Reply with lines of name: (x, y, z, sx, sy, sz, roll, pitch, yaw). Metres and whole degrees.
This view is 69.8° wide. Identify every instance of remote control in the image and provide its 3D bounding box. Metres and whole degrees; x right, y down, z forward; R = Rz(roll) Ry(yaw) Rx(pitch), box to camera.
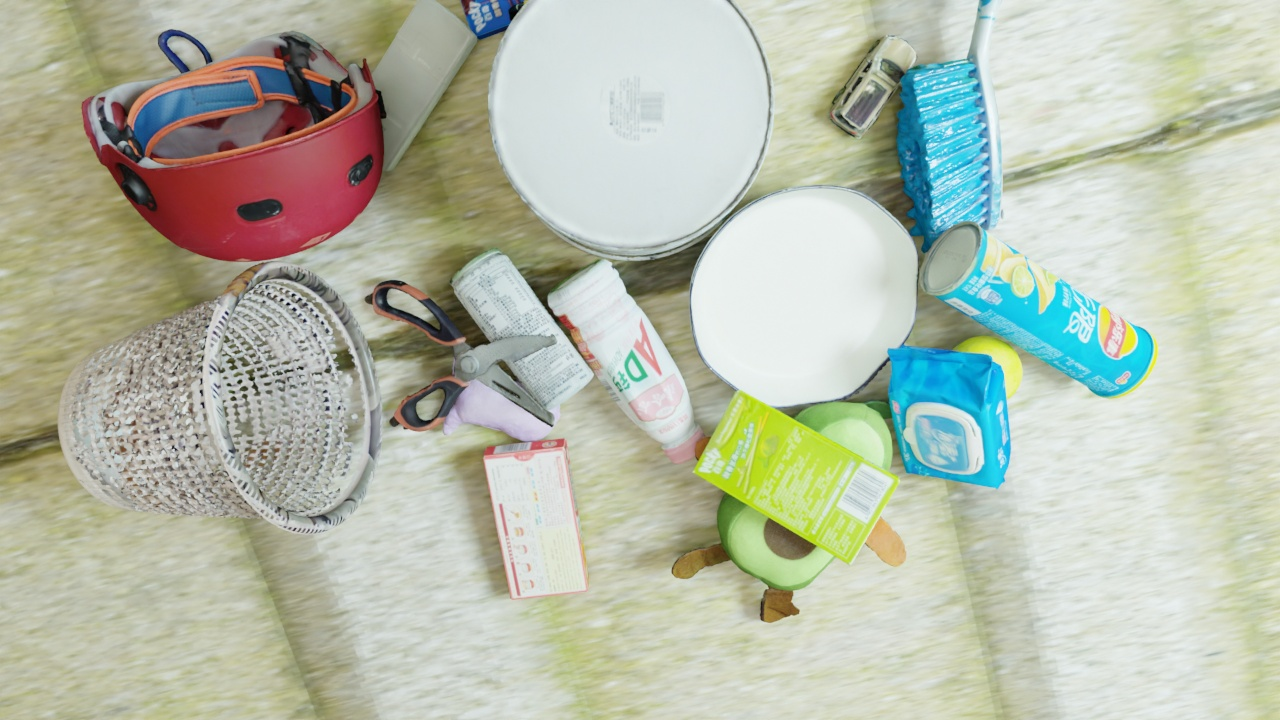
remote control: (-0.203, -0.237, 0.797, 0.058, 0.021, 0.150, 40, 109, 0)

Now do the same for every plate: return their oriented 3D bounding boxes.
plate: (0.141, -0.057, 0.808, 0.205, 0.045, 0.205, -3, 115, -7)

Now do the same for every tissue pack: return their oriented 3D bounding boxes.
tissue pack: (0.270, 0.051, 0.806, 0.095, 0.052, 0.157, 8, 137, 34)

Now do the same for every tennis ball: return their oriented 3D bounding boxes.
tennis ball: (0.310, 0.010, 0.830, 0.065, 0.065, 0.065, 0, 101, 0)

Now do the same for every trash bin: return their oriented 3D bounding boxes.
trash bin: (-0.363, 0.044, 0.783, 0.192, 0.227, 0.227, -10, 101, 15)
trash bin: (-0.008, -0.181, 0.698, 0.229, 0.251, 0.230, 0, 101, 0)

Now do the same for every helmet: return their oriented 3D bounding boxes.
helmet: (-0.297, -0.151, 0.728, 0.206, 0.240, 0.144, -32, 136, -28)

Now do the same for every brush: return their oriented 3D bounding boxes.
brush: (0.270, -0.251, 0.767, 0.109, 0.060, 0.315, -14, 111, -3)

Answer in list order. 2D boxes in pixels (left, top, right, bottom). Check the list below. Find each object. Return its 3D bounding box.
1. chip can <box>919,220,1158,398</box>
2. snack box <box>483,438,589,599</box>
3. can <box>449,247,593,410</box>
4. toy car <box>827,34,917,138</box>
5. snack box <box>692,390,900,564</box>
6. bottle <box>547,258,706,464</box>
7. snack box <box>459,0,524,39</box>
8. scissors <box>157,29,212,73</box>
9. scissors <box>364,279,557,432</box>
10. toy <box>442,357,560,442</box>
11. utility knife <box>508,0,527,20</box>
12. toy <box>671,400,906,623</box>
chip can: (0.345, -0.042, 0.793, 0.210, 0.071, 0.071, 27, 101, -18)
snack box: (-0.097, 0.153, 0.873, 0.077, 0.027, 0.156, -7, 109, 2)
can: (-0.106, -0.027, 0.820, 0.058, 0.058, 0.146, -37, 89, 7)
toy car: (0.204, -0.239, 0.796, 0.042, 0.035, 0.090, 34, 97, -8)
snack box: (0.132, 0.098, 0.789, 0.156, 0.026, 0.086, 29, 95, 14)
bottle: (-0.005, 0.005, 0.833, 0.068, 0.068, 0.197, -33, 102, 7)
snack box: (-0.083, -0.342, 0.781, 0.157, 0.026, 0.084, -18, 102, 4)
scissors: (-0.381, -0.215, 0.819, 0.176, 0.012, 0.162, -16, 102, 2)
scissors: (-0.166, -0.002, 0.818, 0.226, 0.015, 0.189, -28, 89, 32)
toy: (-0.128, 0.044, 0.855, 0.108, 0.039, 0.084, 13, 113, -8)
utility knife: (-0.007, -0.323, 0.757, 0.219, 0.033, 0.015, -19, 110, 1)
toy: (0.145, 0.136, 0.846, 0.227, 0.090, 0.247, 29, 104, -12)
